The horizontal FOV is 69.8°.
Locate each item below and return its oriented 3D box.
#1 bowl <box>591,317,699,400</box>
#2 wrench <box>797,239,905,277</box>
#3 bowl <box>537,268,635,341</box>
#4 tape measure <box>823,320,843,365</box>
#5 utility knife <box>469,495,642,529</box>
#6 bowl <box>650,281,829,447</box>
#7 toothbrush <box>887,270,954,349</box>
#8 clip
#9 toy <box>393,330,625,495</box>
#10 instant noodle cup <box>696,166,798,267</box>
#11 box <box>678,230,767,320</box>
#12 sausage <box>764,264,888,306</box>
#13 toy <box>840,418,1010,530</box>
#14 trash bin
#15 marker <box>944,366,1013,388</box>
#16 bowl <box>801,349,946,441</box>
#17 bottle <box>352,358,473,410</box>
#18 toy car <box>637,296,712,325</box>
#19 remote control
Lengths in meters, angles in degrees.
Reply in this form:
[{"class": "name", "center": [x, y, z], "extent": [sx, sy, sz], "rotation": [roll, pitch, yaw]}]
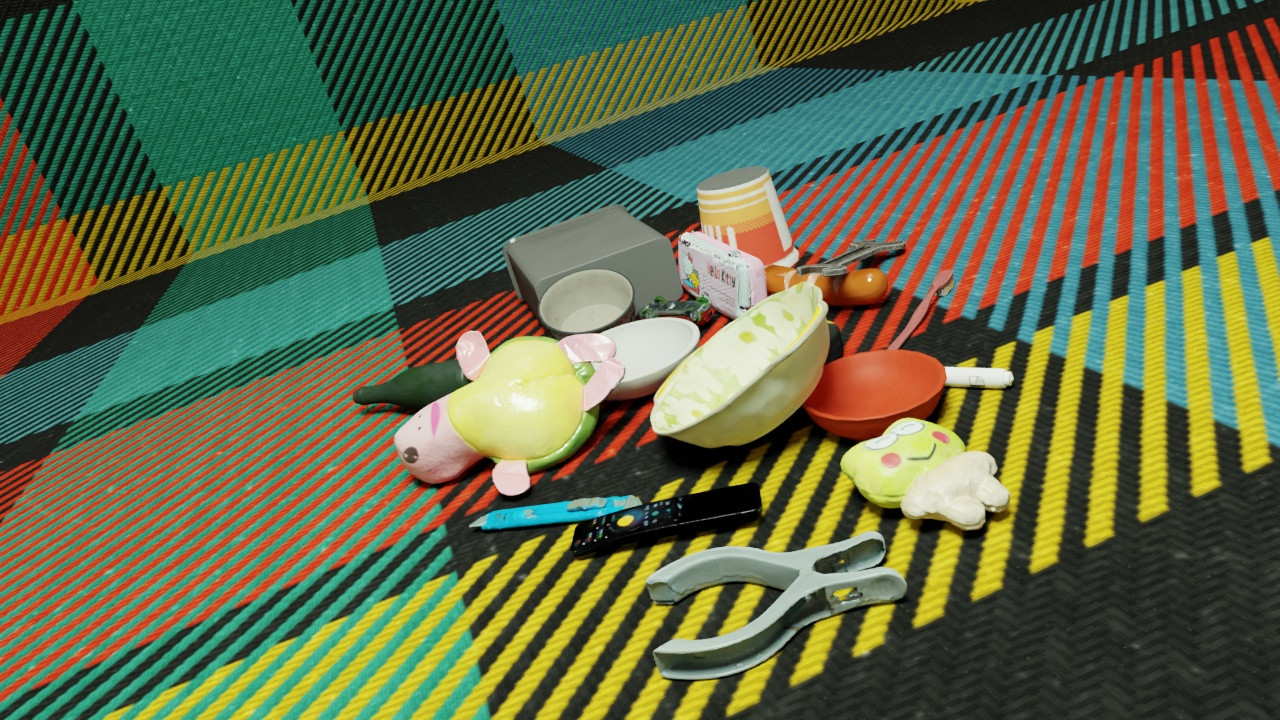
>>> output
[{"class": "bowl", "center": [-0.006, 0.006, 0.967], "extent": [0.149, 0.043, 0.149], "rotation": [-14, 23, 6]}, {"class": "wrench", "center": [0.240, -0.118, 1.039], "extent": [0.070, 0.010, 0.272], "rotation": [3, 14, 29]}, {"class": "bowl", "center": [-0.058, -0.050, 1.089], "extent": [0.115, 0.059, 0.115], "rotation": [-8, 44, 7]}, {"class": "tape measure", "center": [0.167, -0.017, 0.908], "extent": [0.063, 0.038, 0.067], "rotation": [-3, 26, 30]}, {"class": "utility knife", "center": [-0.071, 0.128, 0.768], "extent": [0.158, 0.015, 0.031], "rotation": [-11, 19, 17]}, {"class": "bowl", "center": [0.098, 0.015, 0.799], "extent": [0.188, 0.060, 0.220], "rotation": [-49, 13, -29]}, {"class": "toothbrush", "center": [0.282, -0.044, 0.929], "extent": [0.015, 0.016, 0.183], "rotation": [3, 32, 39]}, {"class": "clip", "center": [0.079, 0.141, 0.618], "extent": [0.172, 0.029, 0.143], "rotation": [-18, 24, -6]}, {"class": "toy", "center": [-0.125, 0.049, 0.881], "extent": [0.238, 0.088, 0.190], "rotation": [-27, 61, 2]}, {"class": "instant noodle cup", "center": [0.133, -0.180, 1.198], "extent": [0.123, 0.121, 0.123], "rotation": [-14, 23, 6]}, {"class": "box", "center": [0.092, -0.105, 1.105], "extent": [0.044, 0.086, 0.202], "rotation": [-13, 21, -15]}, {"class": "sausage", "center": [0.202, -0.084, 1.030], "extent": [0.164, 0.044, 0.039], "rotation": [9, 38, 45]}, {"class": "toy", "center": [0.204, 0.081, 0.650], "extent": [0.092, 0.046, 0.115], "rotation": [-23, 31, -23]}, {"class": "trash bin", "center": [-0.069, -0.123, 1.241], "extent": [0.191, 0.098, 0.220], "rotation": [-21, 24, -10]}, {"class": "marker", "center": [0.256, 0.012, 0.802], "extent": [0.134, 0.020, 0.017], "rotation": [2, 25, 37]}, {"class": "bowl", "center": [0.197, 0.033, 0.774], "extent": [0.122, 0.035, 0.121], "rotation": [-14, 23, 6]}, {"class": "bottle", "center": [-0.262, 0.033, 1.068], "extent": [0.174, 0.055, 0.055], "rotation": [-8, 24, 24]}, {"class": "toy car", "center": [0.041, -0.054, 1.081], "extent": [0.091, 0.036, 0.042], "rotation": [-4, 25, 29]}, {"class": "remote control", "center": [0.020, 0.124, 0.708], "extent": [0.152, 0.020, 0.041], "rotation": [-13, 23, 10]}]
